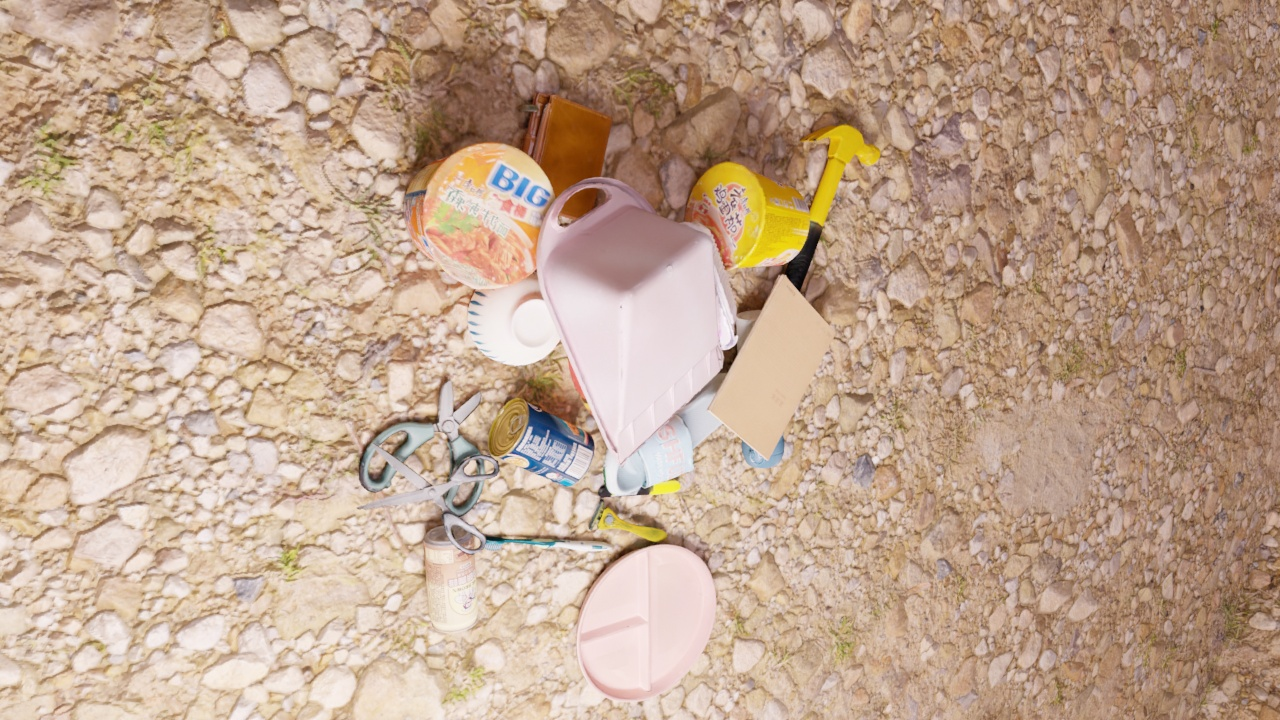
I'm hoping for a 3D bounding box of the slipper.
[{"bbox_3d":[0.053,0.104,1.207,0.244,0.074,0.104,-33,142,-25],"label":"slipper"}]

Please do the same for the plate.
[{"bbox_3d":[0.008,0.363,1.280,0.229,0.028,0.229,-7,103,-31],"label":"plate"}]

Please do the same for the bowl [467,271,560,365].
[{"bbox_3d":[-0.136,-0.048,1.072,0.116,0.066,0.116,-8,105,-30],"label":"bowl"}]

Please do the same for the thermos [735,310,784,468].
[{"bbox_3d":[0.169,0.041,1.286,0.070,0.070,0.220,-12,107,-30],"label":"thermos"}]

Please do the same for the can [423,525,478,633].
[{"bbox_3d":[-0.225,0.258,1.090,0.058,0.058,0.116,-9,106,-31],"label":"can"}]

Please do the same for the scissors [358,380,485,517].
[{"bbox_3d":[-0.252,0.109,1.064,0.180,0.019,0.170,-6,106,-30],"label":"scissors"}]

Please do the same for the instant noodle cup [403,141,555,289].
[{"bbox_3d":[-0.181,-0.158,0.991,0.151,0.111,0.151,-8,105,-31],"label":"instant noodle cup"}]

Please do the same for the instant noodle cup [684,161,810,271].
[{"bbox_3d":[0.142,-0.180,1.185,0.109,0.138,0.138,0,101,-42],"label":"instant noodle cup"}]

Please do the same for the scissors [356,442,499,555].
[{"bbox_3d":[-0.233,0.148,1.046,0.181,0.014,0.159,52,54,-13],"label":"scissors"}]

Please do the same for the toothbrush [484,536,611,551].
[{"bbox_3d":[-0.119,0.239,1.179,0.191,0.016,0.018,11,105,-33],"label":"toothbrush"}]

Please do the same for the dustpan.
[{"bbox_3d":[-0.015,-0.061,1.039,0.221,0.139,0.274,-38,140,-42],"label":"dustpan"}]

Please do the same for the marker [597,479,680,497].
[{"bbox_3d":[-0.002,0.173,1.240,0.124,0.015,0.018,-1,100,-29],"label":"marker"}]

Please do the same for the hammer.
[{"bbox_3d":[0.245,-0.192,1.300,0.128,0.033,0.300,20,89,-34],"label":"hammer"}]

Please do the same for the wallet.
[{"bbox_3d":[-0.094,-0.238,1.074,0.119,0.035,0.130,11,93,-34],"label":"wallet"}]

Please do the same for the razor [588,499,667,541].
[{"bbox_3d":[-0.010,0.225,1.240,0.132,0.028,0.043,26,83,-36],"label":"razor"}]

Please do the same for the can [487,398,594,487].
[{"bbox_3d":[-0.118,0.102,1.112,0.111,0.075,0.075,30,84,-34],"label":"can"}]

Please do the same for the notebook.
[{"bbox_3d":[0.182,0.012,1.242,0.149,0.012,0.211,39,75,-39],"label":"notebook"}]

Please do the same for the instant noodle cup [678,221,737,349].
[{"bbox_3d":[0.053,-0.099,1.151,0.060,0.138,0.173,-48,125,-42],"label":"instant noodle cup"}]

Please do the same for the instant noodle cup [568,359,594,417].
[{"bbox_3d":[-0.007,0.007,1.134,0.108,0.138,0.138,-29,115,-34],"label":"instant noodle cup"}]
